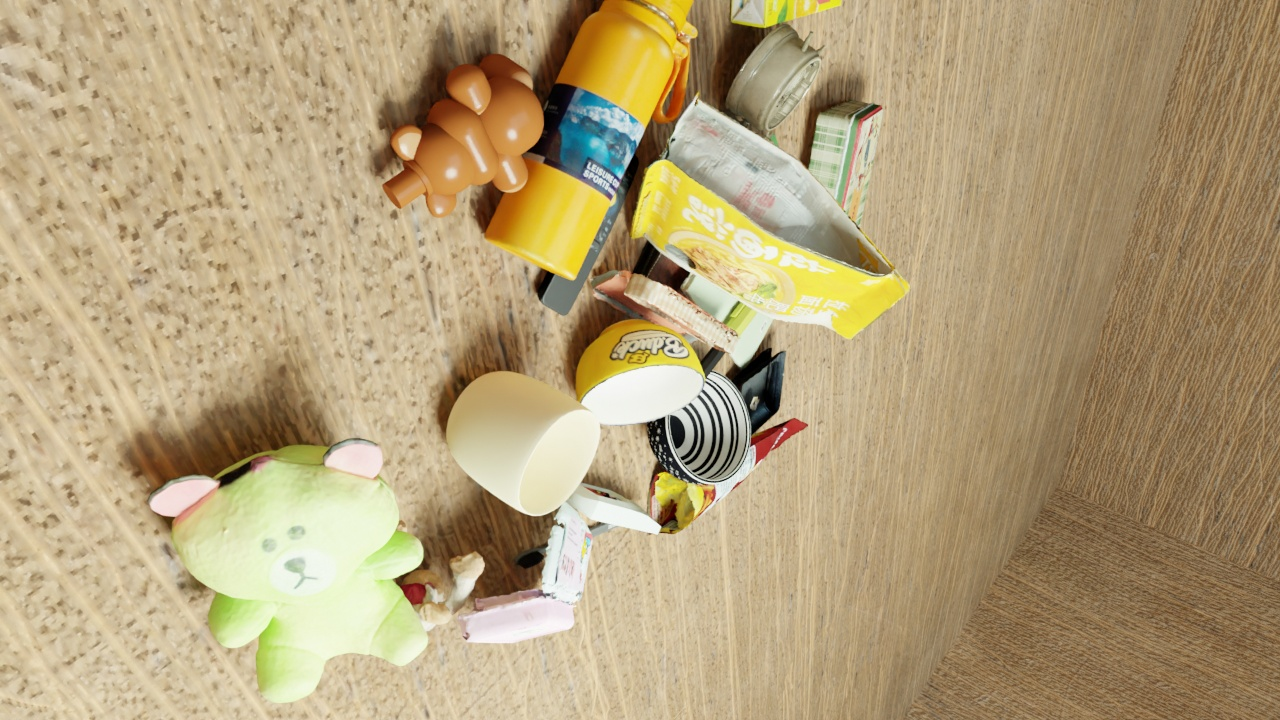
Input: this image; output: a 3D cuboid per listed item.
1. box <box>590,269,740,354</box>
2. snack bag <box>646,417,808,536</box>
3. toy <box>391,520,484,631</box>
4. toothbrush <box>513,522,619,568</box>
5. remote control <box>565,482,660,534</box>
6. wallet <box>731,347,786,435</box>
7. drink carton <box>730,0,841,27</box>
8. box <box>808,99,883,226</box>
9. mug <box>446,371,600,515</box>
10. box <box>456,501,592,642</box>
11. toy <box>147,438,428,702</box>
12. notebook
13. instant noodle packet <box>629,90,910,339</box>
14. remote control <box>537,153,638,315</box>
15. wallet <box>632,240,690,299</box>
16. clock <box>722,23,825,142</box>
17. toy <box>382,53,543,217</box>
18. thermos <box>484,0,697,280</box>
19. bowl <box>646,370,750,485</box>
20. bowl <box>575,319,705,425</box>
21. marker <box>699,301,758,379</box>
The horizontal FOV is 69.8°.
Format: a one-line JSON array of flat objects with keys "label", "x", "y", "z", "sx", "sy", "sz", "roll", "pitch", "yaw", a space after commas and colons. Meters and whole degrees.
[{"label": "box", "x": 0.026, "y": -0.045, "z": 0.865, "sx": 0.186, "sy": 0.083, "sz": 0.041, "roll": 28, "pitch": 85, "yaw": -55}, {"label": "snack bag", "x": 0.102, "y": 0.139, "z": 1.084, "sx": 0.207, "sy": 0.066, "sz": 0.139, "roll": -19, "pitch": 152, "yaw": -41}, {"label": "toy", "x": -0.173, "y": 0.190, "z": 0.747, "sx": 0.106, "sy": 0.085, "sz": 0.074, "roll": 104, "pitch": -2, "yaw": -51}, {"label": "toothbrush", "x": -0.068, "y": 0.184, "z": 0.942, "sx": 0.167, "sy": 0.013, "sz": 0.013, "roll": -12, "pitch": 121, "yaw": -53}, {"label": "remote control", "x": -0.029, "y": 0.148, "z": 0.935, "sx": 0.143, "sy": 0.049, "sz": 0.024, "roll": 29, "pitch": 88, "yaw": -57}, {"label": "wallet", "x": 0.136, "y": 0.045, "z": 1.110, "sx": 0.089, "sy": 0.026, "sz": 0.115, "roll": -37, "pitch": 143, "yaw": -34}, {"label": "drink carton", "x": 0.140, "y": -0.350, "z": 0.847, "sx": 0.134, "sy": 0.043, "sz": 0.059, "roll": -31, "pitch": 133, "yaw": -40}, {"label": "box", "x": 0.225, "y": -0.187, "z": 1.047, "sx": 0.117, "sy": 0.051, "sz": 0.206, "roll": -34, "pitch": 138, "yaw": -53}, {"label": "mug", "x": -0.096, "y": 0.062, "z": 0.743, "sx": 0.096, "sy": 0.100, "sz": 0.120, "roll": -62, "pitch": 153, "yaw": 0}, {"label": "box", "x": -0.083, "y": 0.206, "z": 0.817, "sx": 0.146, "sy": 0.077, "sz": 0.202, "roll": -44, "pitch": 166, "yaw": -10}, {"label": "toy", "x": -0.225, "y": 0.130, "z": 0.620, "sx": 0.150, "sy": 0.107, "sz": 0.197, "roll": -15, "pitch": 117, "yaw": -21}, {"label": "notebook", "x": 0.125, "y": -0.104, "z": 0.988, "sx": 0.181, "sy": 0.010, "sz": 0.252, "roll": -60, "pitch": 154, "yaw": -7}, {"label": "instant noodle packet", "x": 0.105, "y": -0.097, "z": 0.761, "sx": 0.084, "sy": 0.221, "sz": 0.163, "roll": -53, "pitch": 175, "yaw": -15}, {"label": "remote control", "x": -0.044, "y": -0.112, "z": 0.773, "sx": 0.041, "sy": 0.020, "sz": 0.152, "roll": 31, "pitch": 85, "yaw": -56}, {"label": "wallet", "x": 0.040, "y": -0.086, "z": 0.904, "sx": 0.123, "sy": 0.019, "sz": 0.072, "roll": 25, "pitch": 91, "yaw": -57}, {"label": "clock", "x": 0.117, "y": -0.243, "z": 0.857, "sx": 0.141, "sy": 0.054, "sz": 0.092, "roll": -53, "pitch": 169, "yaw": 19}, {"label": "toy", "x": -0.120, "y": -0.147, "z": 0.621, "sx": 0.127, "sy": 0.065, "sz": 0.095, "roll": -40, "pitch": 133, "yaw": -19}, {"label": "thermos", "x": -0.031, "y": -0.179, "z": 0.695, "sx": 0.091, "sy": 0.076, "sz": 0.232, "roll": 24, "pitch": 91, "yaw": -58}, {"label": "bowl", "x": 0.051, "y": 0.073, "z": 0.970, "sx": 0.120, "sy": 0.067, "sz": 0.120, "roll": 10, "pitch": 74, "yaw": -38}, {"label": "bowl", "x": -0.005, "y": 0.005, "z": 0.841, "sx": 0.117, "sy": 0.067, "sz": 0.117, "roll": -11, "pitch": 152, "yaw": -6}, {"label": "marker", "x": 0.088, "y": -0.022, "z": 0.956, "sx": 0.123, "sy": 0.018, "sz": 0.021, "roll": -51, "pitch": 120, "yaw": -28}]
